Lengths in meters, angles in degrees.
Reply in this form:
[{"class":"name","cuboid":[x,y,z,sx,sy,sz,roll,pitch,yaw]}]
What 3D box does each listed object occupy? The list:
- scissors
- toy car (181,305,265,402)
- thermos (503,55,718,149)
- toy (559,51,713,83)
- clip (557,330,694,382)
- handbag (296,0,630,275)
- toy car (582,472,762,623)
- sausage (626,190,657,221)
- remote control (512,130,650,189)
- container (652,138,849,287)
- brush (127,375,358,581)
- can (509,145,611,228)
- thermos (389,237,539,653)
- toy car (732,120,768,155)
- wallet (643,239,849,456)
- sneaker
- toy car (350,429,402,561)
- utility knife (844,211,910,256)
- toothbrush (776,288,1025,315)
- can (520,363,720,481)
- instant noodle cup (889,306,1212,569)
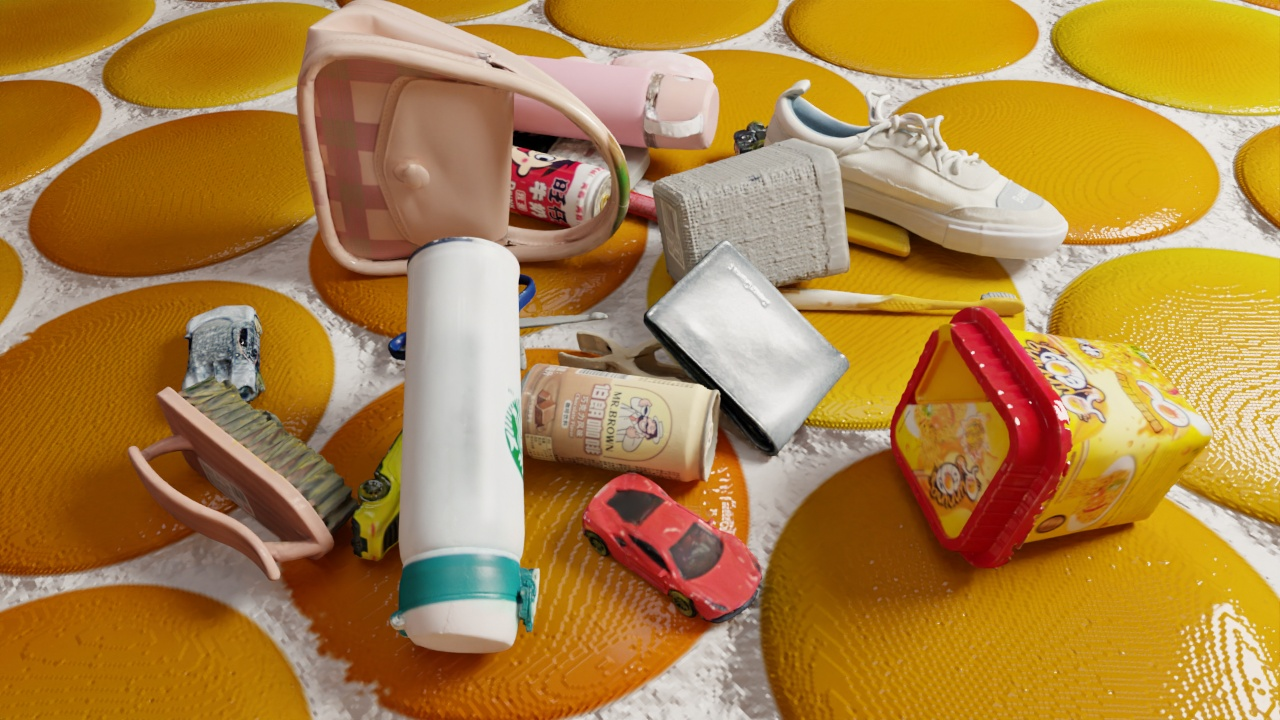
[{"class":"scissors","cuboid":[-0.099,-0.025,0.623,0.175,0.012,0.162,-13,26,13]},{"class":"toy car","cuboid":[-0.289,-0.006,0.634,0.049,0.031,0.105,-14,43,-12]},{"class":"thermos","cuboid":[-0.036,-0.217,0.785,0.199,0.067,0.087,12,33,14]},{"class":"toy","cuboid":[-0.011,-0.258,0.869,0.159,0.054,0.121,7,43,6]},{"class":"clip","cuboid":[0.004,-0.002,0.613,0.083,0.035,0.104,-36,44,-26]},{"class":"handbag","cuboid":[-0.122,-0.144,0.670,0.234,0.194,0.093,11,46,0]},{"class":"toy car","cuboid":[0.017,0.100,0.503,0.106,0.031,0.049,31,54,29]},{"class":"sausage","cuboid":[-0.023,-0.136,0.766,0.156,0.020,0.020,19,48,22]},{"class":"remote control","cuboid":[-0.068,-0.182,0.817,0.150,0.021,0.058,14,46,17]},{"class":"container","cuboid":[0.076,-0.099,0.659,0.114,0.090,0.090,-15,22,-8]},{"class":"brush","cuboid":[-0.227,0.071,0.526,0.146,0.063,0.072,29,48,27]},{"class":"can","cuboid":[-0.083,-0.143,0.751,0.133,0.053,0.053,18,47,22]},{"class":"thermos","cuboid":[-0.094,0.044,0.501,0.073,0.073,0.223,-5,64,-2]},{"class":"toy car","cuboid":[0.127,-0.186,0.798,0.090,0.035,0.042,-6,45,-4]},{"class":"wallet","cuboid":[0.069,-0.011,0.586,0.121,0.019,0.097,46,54,0]},{"class":"sneaker","cuboid":[0.209,-0.153,0.703,0.242,0.091,0.089,22,36,21]},{"class":"toy car","cuboid":[-0.134,0.068,0.533,0.032,0.048,0.105,18,46,3]},{"class":"utility knife","cuboid":[0.141,-0.110,0.731,0.154,0.015,0.033,21,55,23]},{"class":"toothbrush","cuboid":[0.176,-0.044,0.658,0.191,0.016,0.018,2,32,6]},{"class":"can","cuboid":[-0.013,0.037,0.550,0.116,0.059,0.058,8,44,11]},{"class":"instant noodle cup","cuboid":[0.222,0.041,0.502,0.123,0.116,0.116,0,41,-14]}]
